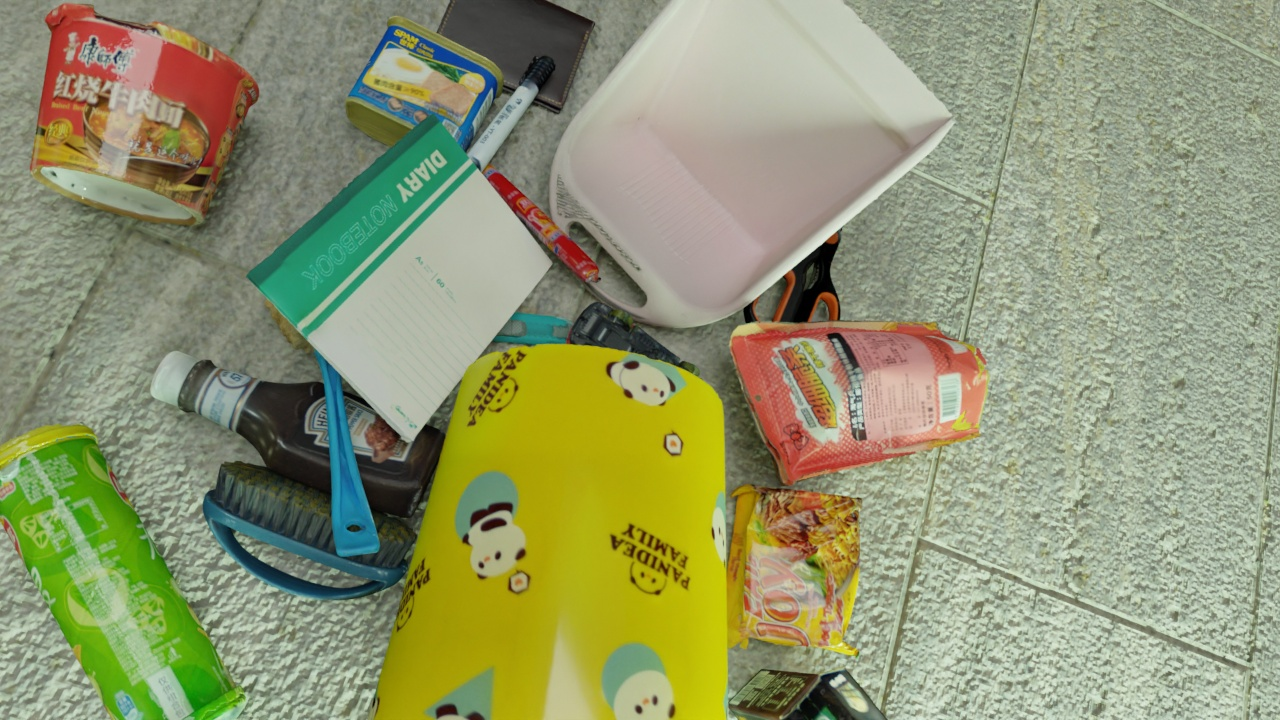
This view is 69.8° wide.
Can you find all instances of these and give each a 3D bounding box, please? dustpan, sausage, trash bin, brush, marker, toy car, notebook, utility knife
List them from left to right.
[{"bbox_3d":[-0.230,0.124,0.630,0.144,0.055,0.073,22,94,-7],"label":"brush"},{"bbox_3d":[-0.207,0.020,0.625,0.083,0.046,0.254,-2,52,-26],"label":"brush"},{"bbox_3d":[-0.157,-0.065,0.654,0.150,0.012,0.208,51,46,-22],"label":"notebook"},{"bbox_3d":[-0.126,-0.027,0.719,0.171,0.013,0.029,5,74,-13],"label":"utility knife"},{"bbox_3d":[-0.109,-0.202,0.754,0.022,0.018,0.130,24,66,15],"label":"marker"},{"bbox_3d":[-0.086,-0.114,0.737,0.020,0.020,0.156,-41,76,-21],"label":"sausage"},{"bbox_3d":[-0.046,0.141,0.588,0.229,0.230,0.254,11,67,-11],"label":"trash bin"},{"bbox_3d":[-0.004,0.004,0.724,0.120,0.045,0.052,38,69,-10],"label":"toy car"},{"bbox_3d":[0.060,-0.156,0.705,0.222,0.274,0.138,46,44,4],"label":"dustpan"}]

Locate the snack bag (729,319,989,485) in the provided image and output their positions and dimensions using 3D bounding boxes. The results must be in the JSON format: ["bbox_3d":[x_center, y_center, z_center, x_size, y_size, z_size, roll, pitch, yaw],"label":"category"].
[{"bbox_3d":[0.177,0.023,0.730,0.207,0.073,0.128,-6,71,-25],"label":"snack bag"}]

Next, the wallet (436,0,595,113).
[{"bbox_3d":[-0.110,-0.277,0.792,0.122,0.020,0.096,20,76,-9],"label":"wallet"}]

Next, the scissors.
[{"bbox_3d":[0.169,-0.089,0.807,0.125,0.022,0.234,47,62,1],"label":"scissors"}]

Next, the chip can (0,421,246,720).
[{"bbox_3d":[-0.335,0.149,0.584,0.072,0.073,0.221,-31,83,-20],"label":"chip can"}]

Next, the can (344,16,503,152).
[{"bbox_3d":[-0.174,-0.212,0.737,0.102,0.057,0.083,25,72,-6],"label":"can"}]

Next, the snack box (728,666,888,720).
[{"bbox_3d":[0.132,0.272,0.639,0.053,0.126,0.113,-38,87,-21],"label":"snack box"}]

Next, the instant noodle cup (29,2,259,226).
[{"bbox_3d":[-0.351,-0.162,0.644,0.138,0.138,0.108,12,81,-11],"label":"instant noodle cup"}]

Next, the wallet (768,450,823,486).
[{"bbox_3d":[0.144,0.038,0.768,0.101,0.020,0.115,-14,75,-17],"label":"wallet"}]

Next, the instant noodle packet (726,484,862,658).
[{"bbox_3d":[0.120,0.163,0.713,0.110,0.044,0.128,9,73,-7],"label":"instant noodle packet"}]

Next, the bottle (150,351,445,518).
[{"bbox_3d":[-0.238,0.046,0.641,0.195,0.044,0.079,22,32,-7],"label":"bottle"}]
